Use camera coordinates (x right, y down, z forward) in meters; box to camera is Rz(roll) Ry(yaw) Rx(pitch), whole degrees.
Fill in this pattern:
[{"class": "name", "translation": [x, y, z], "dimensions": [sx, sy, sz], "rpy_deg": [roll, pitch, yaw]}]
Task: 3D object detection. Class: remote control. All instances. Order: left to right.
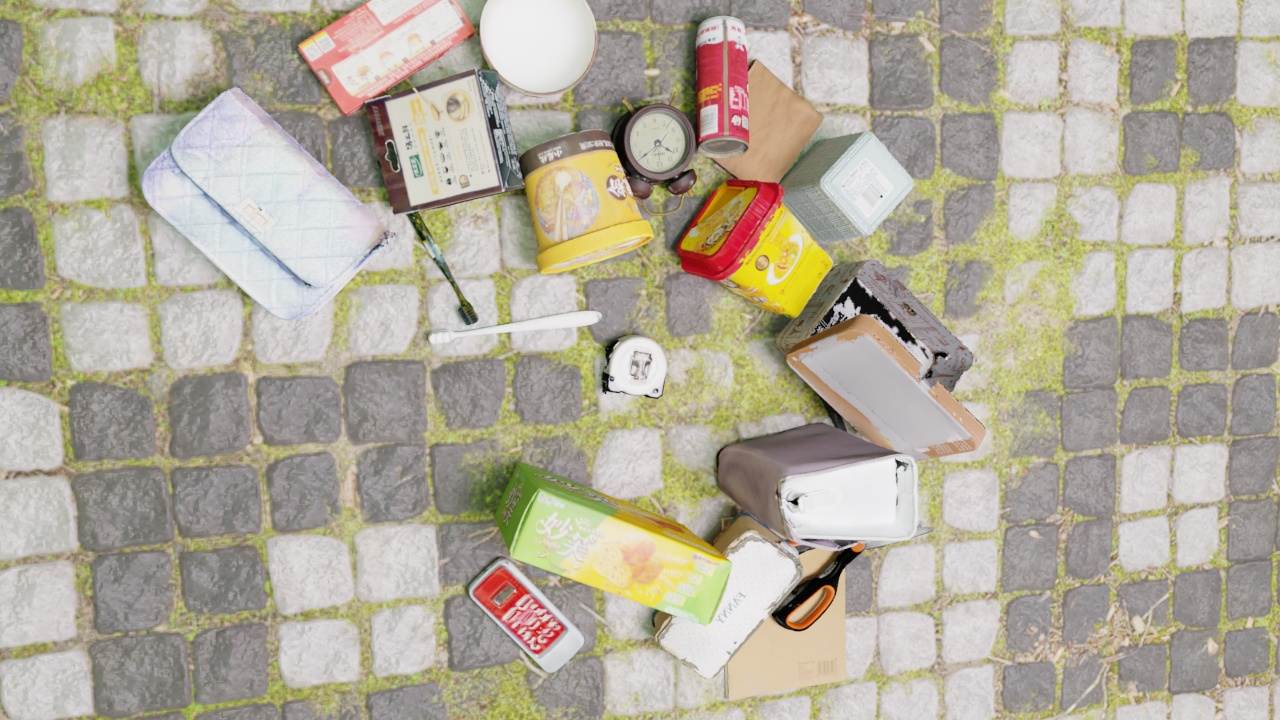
[{"class": "remote control", "translation": [-0.120, 0.271, 0.975], "dimensions": [0.056, 0.020, 0.136], "rpy_deg": [-42, 103, -7]}]

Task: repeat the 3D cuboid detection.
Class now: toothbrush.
[{"class": "toothbrush", "translation": [-0.213, -0.117, 0.916], "dimensions": [0.012, 0.017, 0.186], "rpy_deg": [-22, 103, 27]}, {"class": "toothbrush", "translation": [-0.127, -0.034, 0.945], "dimensions": [0.180, 0.016, 0.016], "rpy_deg": [-8, 99, -13]}, {"class": "toothbrush", "translation": [0.234, 0.086, 1.047], "dimensions": [0.015, 0.018, 0.181], "rpy_deg": [-28, 100, -7]}]

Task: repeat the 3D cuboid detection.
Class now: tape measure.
[{"class": "tape measure", "translation": [-0.006, 0.006, 0.971], "dimensions": [0.065, 0.033, 0.066], "rpy_deg": [6, 94, -16]}]

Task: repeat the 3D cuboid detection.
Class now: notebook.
[{"class": "notebook", "translation": [0.167, 0.277, 1.051], "dimensions": [0.149, 0.012, 0.211], "rpy_deg": [-4, 96, -14]}]

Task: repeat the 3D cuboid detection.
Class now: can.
[{"class": "can", "translation": [0.084, -0.279, 0.940], "dimensions": [0.053, 0.053, 0.132], "rpy_deg": [2, 81, -14]}]

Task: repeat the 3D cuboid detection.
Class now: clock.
[{"class": "clock", "translation": [0.016, -0.210, 0.943], "dimensions": [0.082, 0.055, 0.122], "rpy_deg": [-9, 99, -13]}]

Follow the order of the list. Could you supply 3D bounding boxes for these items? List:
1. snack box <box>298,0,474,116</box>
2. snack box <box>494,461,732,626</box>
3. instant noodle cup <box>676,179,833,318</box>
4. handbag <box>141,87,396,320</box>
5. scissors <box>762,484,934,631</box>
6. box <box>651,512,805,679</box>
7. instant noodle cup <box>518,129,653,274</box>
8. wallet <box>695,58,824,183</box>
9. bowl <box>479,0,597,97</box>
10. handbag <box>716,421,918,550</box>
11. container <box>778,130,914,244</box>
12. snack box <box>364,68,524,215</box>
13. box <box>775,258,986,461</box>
[{"class": "snack box", "translation": [-0.243, -0.309, 0.885], "dimensions": [0.152, 0.025, 0.075], "rpy_deg": [-36, 103, -8]}, {"class": "snack box", "translation": [-0.032, 0.179, 0.916], "dimensions": [0.210, 0.158, 0.070], "rpy_deg": [24, 88, -14]}, {"class": "instant noodle cup", "translation": [0.123, -0.112, 0.956], "dimensions": [0.123, 0.116, 0.116], "rpy_deg": [36, 86, -26]}, {"class": "handbag", "translation": [-0.345, -0.137, 0.852], "dimensions": [0.194, 0.075, 0.134], "rpy_deg": [44, 84, -14]}, {"class": "scissors", "translation": [0.225, 0.222, 1.043], "dimensions": [0.221, 0.022, 0.211], "rpy_deg": [12, 94, -16]}, {"class": "box", "translation": [0.088, 0.258, 0.986], "dimensions": [0.090, 0.059, 0.184], "rpy_deg": [39, 102, -9]}, {"class": "instant noodle cup", "translation": [-0.059, -0.156, 0.904], "dimensions": [0.118, 0.118, 0.114], "rpy_deg": [-17, 91, -12]}, {"class": "wallet", "translation": [0.128, -0.247, 0.986], "dimensions": [0.101, 0.020, 0.115], "rpy_deg": [36, 88, -14]}, {"class": "bowl", "translation": [-0.103, -0.312, 0.901], "dimensions": [0.113, 0.062, 0.113], "rpy_deg": [-1, 95, -15]}, {"class": "handbag", "translation": [0.173, 0.128, 0.942], "dimensions": [0.145, 0.197, 0.098], "rpy_deg": [-1, 95, -13]}, {"class": "container", "translation": [0.215, -0.182, 0.965], "dimensions": [0.090, 0.111, 0.090], "rpy_deg": [44, 84, -13]}, {"class": "snack box", "translation": [-0.186, -0.207, 0.877], "dimensions": [0.126, 0.053, 0.113], "rpy_deg": [-7, 101, 26]}, {"class": "box", "translation": [0.262, -0.003, 0.946], "dimensions": [0.183, 0.193, 0.156], "rpy_deg": [41, 78, -13]}]
